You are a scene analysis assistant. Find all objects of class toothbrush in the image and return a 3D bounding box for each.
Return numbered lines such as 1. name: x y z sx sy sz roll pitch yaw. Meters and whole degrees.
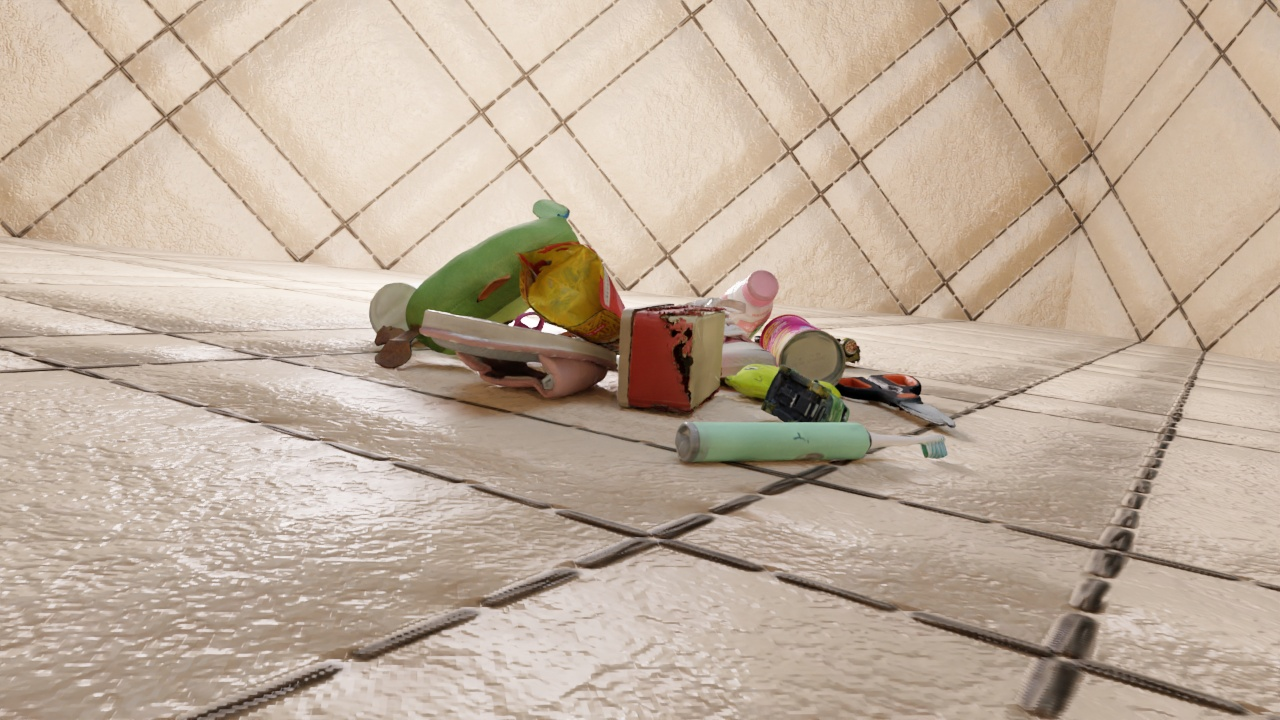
1. toothbrush: 0.126 0.056 0.635 0.224 0.027 0.027 2 -21 -26

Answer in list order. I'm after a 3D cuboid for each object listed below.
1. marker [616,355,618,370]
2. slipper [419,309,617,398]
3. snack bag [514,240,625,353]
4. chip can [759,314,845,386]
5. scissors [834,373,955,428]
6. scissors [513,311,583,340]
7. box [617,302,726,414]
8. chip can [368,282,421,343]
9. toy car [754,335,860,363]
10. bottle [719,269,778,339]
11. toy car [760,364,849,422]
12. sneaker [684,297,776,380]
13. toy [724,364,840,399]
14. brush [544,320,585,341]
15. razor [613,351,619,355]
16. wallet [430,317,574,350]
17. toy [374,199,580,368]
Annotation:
1. marker: -0.006 0.006 0.985 0.131 0.018 0.022 11 5 43
2. slipper: -0.099 0.000 0.791 0.114 0.054 0.274 12 -1 17
3. snack bag: -0.047 -0.047 0.864 0.128 0.073 0.208 30 -5 14
4. chip can: 0.180 -0.010 1.047 0.071 0.071 0.210 6 7 2
5. scissors: 0.242 0.043 0.898 0.137 0.022 0.234 -1 9 16
6. scissors: -0.115 -0.013 0.931 0.125 0.017 0.133 -26 -22 5
7. box: 0.040 -0.007 0.822 0.079 0.091 0.168 5 7 14
8. chip can: -0.259 -0.063 1.126 0.071 0.071 0.214 6 6 4
9. toy car: 0.230 -0.018 1.266 0.158 0.042 0.070 4 7 -19
10. bottle: 0.127 -0.061 1.158 0.068 0.068 0.197 5 -17 -9
11. toy car: 0.132 0.035 0.740 0.036 0.043 0.091 19 8 -27
12. sneaker: 0.076 -0.027 1.028 0.118 0.088 0.241 3 6 -20
13. toy: 0.137 0.026 0.878 0.096 0.031 0.100 2 12 -29
14. brush: -0.074 -0.044 1.157 0.069 0.063 0.145 -5 3 14
15. razor: -0.019 -0.014 1.091 0.043 0.028 0.132 -5 3 1
16. wallet: -0.159 -0.028 1.017 0.131 0.035 0.118 18 26 42
17. toy: -0.161 -0.069 0.929 0.246 0.090 0.227 -34 12 -4
